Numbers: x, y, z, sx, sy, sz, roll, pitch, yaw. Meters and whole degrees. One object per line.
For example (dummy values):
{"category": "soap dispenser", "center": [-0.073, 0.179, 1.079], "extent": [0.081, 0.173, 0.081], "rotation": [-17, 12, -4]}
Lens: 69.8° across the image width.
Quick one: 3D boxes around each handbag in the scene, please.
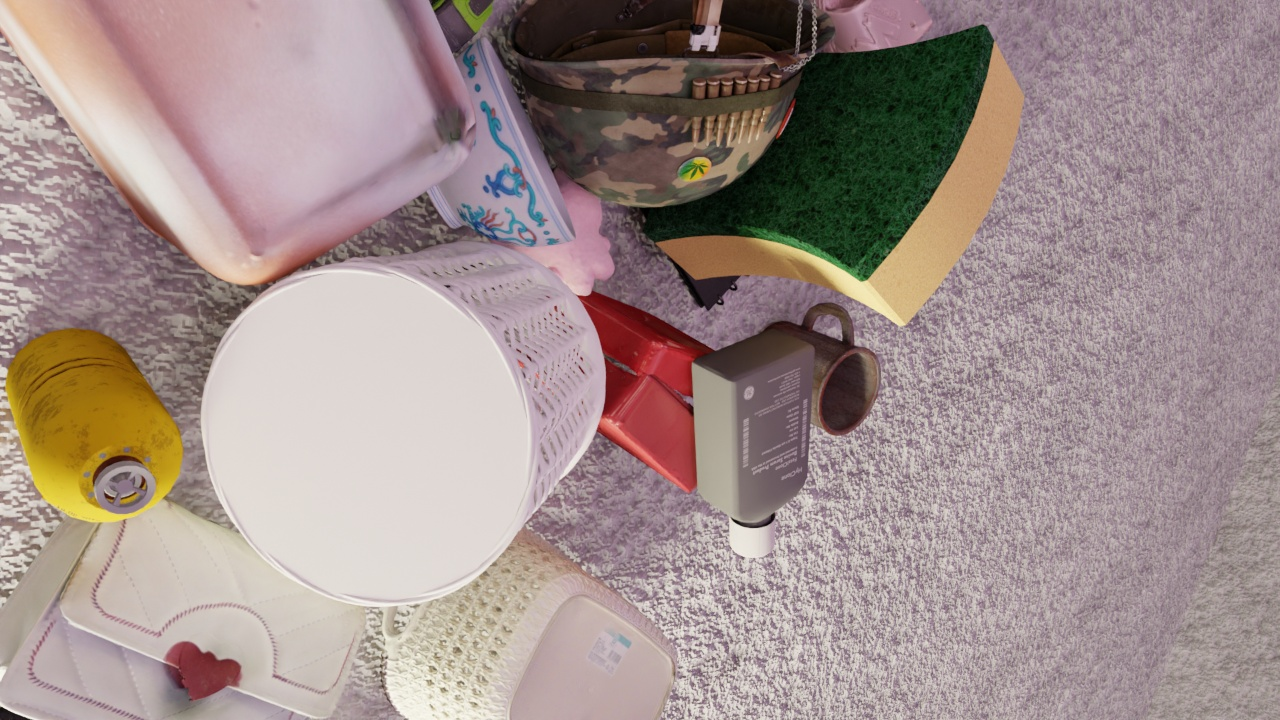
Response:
{"category": "handbag", "center": [-0.290, 0.179, 0.594], "extent": [0.198, 0.096, 0.141], "rotation": [41, 63, -36]}

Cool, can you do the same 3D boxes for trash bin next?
{"category": "trash bin", "center": [-0.221, -0.185, 0.476], "extent": [0.181, 0.157, 0.260], "rotation": [-37, 128, -22]}

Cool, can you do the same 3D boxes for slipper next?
{"category": "slipper", "center": [0.229, -0.295, 0.864], "extent": [0.094, 0.064, 0.239], "rotation": [-47, 132, -15]}

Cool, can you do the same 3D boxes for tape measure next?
{"category": "tape measure", "center": [-0.130, -0.225, 0.599], "extent": [0.065, 0.059, 0.036], "rotation": [-48, 127, -13]}

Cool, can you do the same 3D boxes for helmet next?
{"category": "helmet", "center": [0.023, -0.226, 0.633], "extent": [0.224, 0.192, 0.236], "rotation": [-18, 133, -2]}

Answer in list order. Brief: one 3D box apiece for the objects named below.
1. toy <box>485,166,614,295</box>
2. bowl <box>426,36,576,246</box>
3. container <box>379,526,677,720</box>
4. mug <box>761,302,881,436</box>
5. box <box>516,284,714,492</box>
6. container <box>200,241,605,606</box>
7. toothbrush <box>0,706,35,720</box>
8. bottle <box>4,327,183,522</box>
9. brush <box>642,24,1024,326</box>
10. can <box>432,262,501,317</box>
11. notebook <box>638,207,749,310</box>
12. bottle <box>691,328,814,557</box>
{"category": "toy", "center": [-0.060, -0.095, 0.707], "extent": [0.099, 0.053, 0.096], "rotation": [-39, 95, -23]}
{"category": "bowl", "center": [-0.107, -0.133, 0.619], "extent": [0.074, 0.143, 0.144], "rotation": [-23, 126, 3]}
{"category": "container", "center": [-0.083, 0.255, 0.779], "extent": [0.251, 0.143, 0.184], "rotation": [48, 61, -41]}
{"category": "mug", "center": [0.171, 0.000, 0.909], "extent": [0.096, 0.110, 0.123], "rotation": [-6, 111, -43]}
{"category": "box", "center": [-0.014, 0.019, 0.732], "extent": [0.135, 0.157, 0.117], "rotation": [25, 96, -41]}
{"category": "container", "center": [-0.130, 0.026, 0.561], "extent": [0.186, 0.189, 0.189], "rotation": [-51, 155, -78]}
{"category": "toothbrush", "center": [-0.342, 0.219, 0.628], "extent": [0.196, 0.031, 0.031], "rotation": [-11, 158, -39]}
{"category": "bottle", "center": [-0.296, 0.039, 0.499], "extent": [0.070, 0.164, 0.071], "rotation": [-16, 117, -34]}
{"category": "brush", "center": [0.138, -0.147, 0.700], "extent": [0.075, 0.250, 0.195], "rotation": [37, 79, -40]}
{"category": "can", "center": [-0.141, -0.010, 0.681], "extent": [0.053, 0.054, 0.138], "rotation": [4, 105, -41]}
{"category": "notebook", "center": [0.101, -0.178, 0.838], "extent": [0.231, 0.019, 0.169], "rotation": [-47, 129, -15]}
{"category": "bottle", "center": [0.086, 0.071, 0.698], "extent": [0.083, 0.046, 0.174], "rotation": [-21, 122, -32]}
